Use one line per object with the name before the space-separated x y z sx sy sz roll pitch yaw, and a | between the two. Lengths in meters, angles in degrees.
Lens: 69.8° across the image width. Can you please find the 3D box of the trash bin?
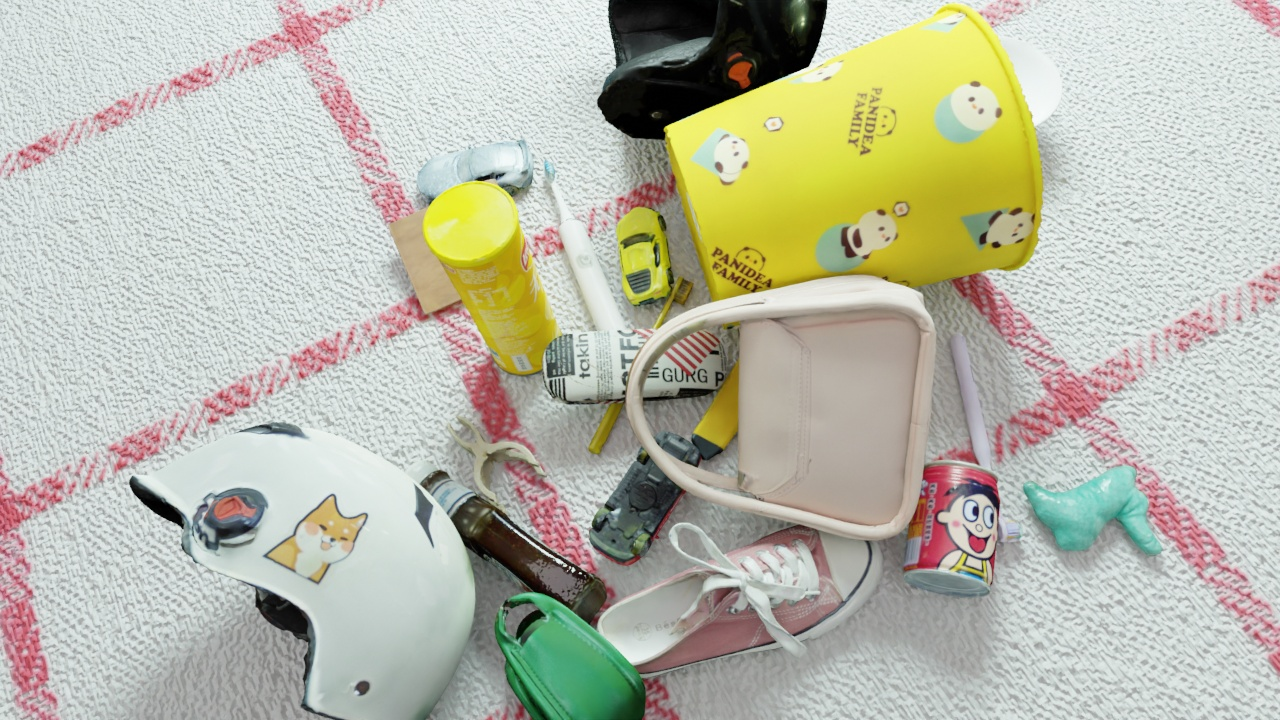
trash bin | 0.167 -0.150 0.787 0.255 0.230 0.229 -17 65 4

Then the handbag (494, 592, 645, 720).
handbag | -0.057 0.237 0.673 0.120 0.131 0.067 36 63 23

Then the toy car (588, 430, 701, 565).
toy car | 0.005 0.117 0.767 0.053 0.045 0.120 30 66 19

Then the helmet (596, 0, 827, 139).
helmet | 0.062 -0.331 0.849 0.229 0.276 0.233 -1 68 -24

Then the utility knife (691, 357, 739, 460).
utility knife | 0.091 0.024 0.819 0.033 0.015 0.156 30 70 10

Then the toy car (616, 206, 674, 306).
toy car | 0.001 -0.102 0.868 0.048 0.032 0.105 -16 62 19

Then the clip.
clip | -0.135 0.095 0.796 0.102 0.035 0.095 14 66 16

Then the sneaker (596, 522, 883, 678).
sneaker | 0.080 0.179 0.706 0.241 0.088 0.118 -17 65 -7

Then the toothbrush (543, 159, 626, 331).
toothbrush | -0.058 -0.107 0.885 0.026 0.026 0.220 -16 65 -13

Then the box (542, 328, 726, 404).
box | -0.004 0.003 0.801 0.164 0.052 0.068 -6 57 -9

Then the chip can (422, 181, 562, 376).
chip can | -0.115 -0.059 0.765 0.072 0.213 0.072 -2 65 5

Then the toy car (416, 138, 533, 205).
toy car | -0.167 -0.191 0.930 0.120 0.037 0.054 -12 65 3

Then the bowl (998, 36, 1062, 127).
bowl | 0.339 -0.248 0.893 0.118 0.065 0.118 -2 65 4

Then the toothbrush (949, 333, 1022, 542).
toothbrush | 0.291 0.061 0.782 0.021 0.029 0.189 -25 58 35

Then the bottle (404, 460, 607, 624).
bottle | -0.117 0.145 0.747 0.195 0.080 0.044 31 71 21

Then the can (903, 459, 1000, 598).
can | 0.247 0.133 0.726 0.066 0.066 0.093 11 67 10

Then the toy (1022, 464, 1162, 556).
toy | 0.372 0.123 0.741 0.092 0.030 0.096 -27 72 -5

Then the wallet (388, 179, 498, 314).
wallet | -0.174 -0.110 0.890 0.115 0.020 0.101 -23 81 -2

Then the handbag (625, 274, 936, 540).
handbag | 0.103 0.033 0.716 0.234 0.093 0.193 1 103 5

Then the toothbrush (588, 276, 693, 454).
toothbrush | 0.002 0.003 0.836 0.016 0.016 0.189 25 70 8

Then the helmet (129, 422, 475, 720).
helmet | -0.227 0.145 0.686 0.274 0.230 0.156 43 65 14
